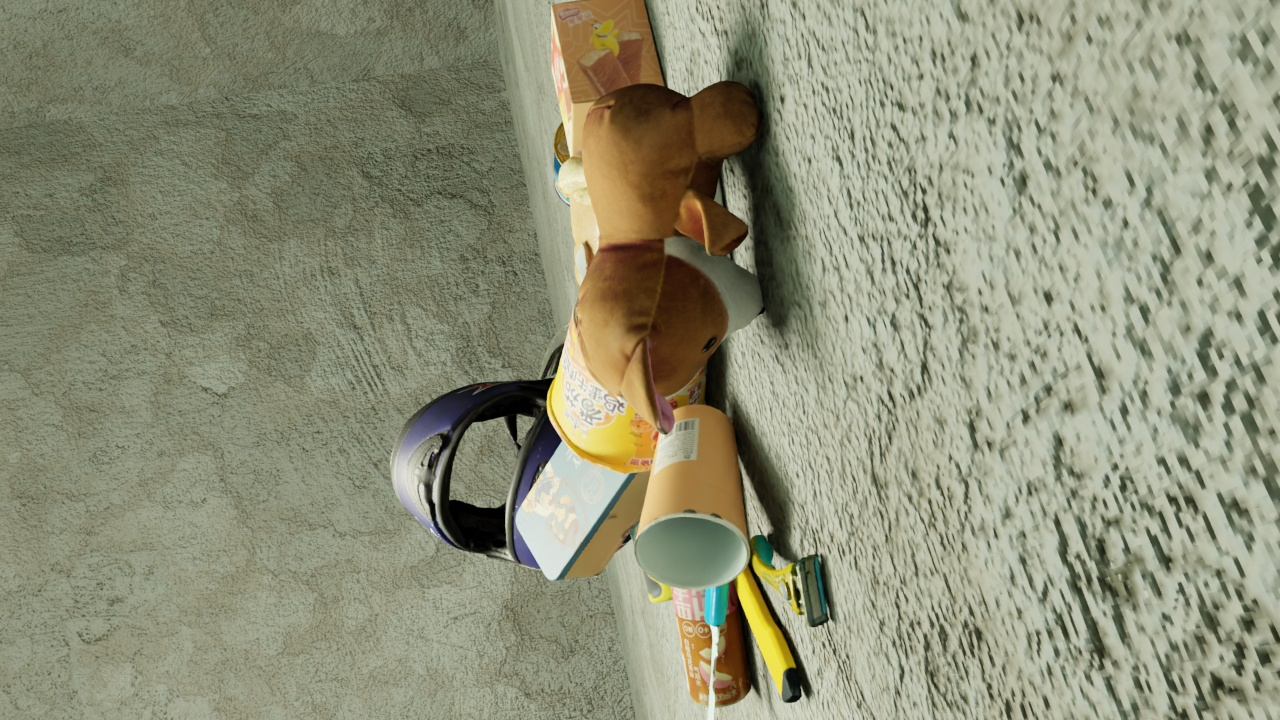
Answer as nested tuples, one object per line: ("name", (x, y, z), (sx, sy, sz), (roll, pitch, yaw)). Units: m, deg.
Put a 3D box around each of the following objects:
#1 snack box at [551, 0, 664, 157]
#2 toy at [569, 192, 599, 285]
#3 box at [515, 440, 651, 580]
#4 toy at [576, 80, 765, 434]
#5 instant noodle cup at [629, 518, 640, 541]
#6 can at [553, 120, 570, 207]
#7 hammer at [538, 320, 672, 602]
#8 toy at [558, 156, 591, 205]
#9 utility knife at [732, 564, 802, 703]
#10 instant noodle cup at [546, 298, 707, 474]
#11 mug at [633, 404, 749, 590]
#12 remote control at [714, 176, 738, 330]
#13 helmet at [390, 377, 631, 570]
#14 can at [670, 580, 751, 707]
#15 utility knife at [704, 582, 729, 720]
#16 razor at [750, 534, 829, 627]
("snack box", (-0.030, -0.236, 0.771), (0.093, 0.077, 0.094), (106, 153, -74))
("toy", (-0.034, -0.171, 0.879), (0.144, 0.082, 0.226), (3, 101, 63))
("box", (-0.038, 0.112, 0.831), (0.090, 0.061, 0.185), (49, 120, 36))
("toy", (0.016, -0.061, 0.554), (0.140, 0.130, 0.199), (-144, 66, -81))
("instant noodle cup", (0.009, 0.115, 0.892), (0.111, 0.111, 0.120), (88, 161, -47))
("can", (-0.058, -0.216, 1.009), (0.111, 0.075, 0.075), (119, 140, -79))
("hammer", (-0.022, 0.108, 1.006), (0.031, 0.126, 0.323), (-18, -90, -59))
("toy", (-0.014, -0.126, 0.751), (0.157, 0.066, 0.105), (39, 173, 44))
("utility knife", (0.093, 0.195, 0.697), (0.163, 0.015, 0.033), (-113, 22, -60))
("instant noodle cup", (-0.004, 0.004, 0.748), (0.110, 0.138, 0.138), (100, 160, -46))
("mug", (0.039, 0.092, 0.664), (0.122, 0.078, 0.078), (-84, -8, -51))
("remote control", (0.046, -0.087, 0.642), (0.056, 0.019, 0.135), (-135, 36, -77))
("helmet", (-0.118, 0.145, 1.145), (0.241, 0.314, 0.247), (15, 96, 36))
("can", (0.060, 0.228, 0.814), (0.058, 0.058, 0.147), (-142, 42, -79))
("utility knife", (0.062, 0.193, 0.752), (0.034, 0.018, 0.236), (-135, 46, -72))
("razor", (0.090, 0.135, 0.606), (0.132, 0.028, 0.043), (-154, 50, -82))
